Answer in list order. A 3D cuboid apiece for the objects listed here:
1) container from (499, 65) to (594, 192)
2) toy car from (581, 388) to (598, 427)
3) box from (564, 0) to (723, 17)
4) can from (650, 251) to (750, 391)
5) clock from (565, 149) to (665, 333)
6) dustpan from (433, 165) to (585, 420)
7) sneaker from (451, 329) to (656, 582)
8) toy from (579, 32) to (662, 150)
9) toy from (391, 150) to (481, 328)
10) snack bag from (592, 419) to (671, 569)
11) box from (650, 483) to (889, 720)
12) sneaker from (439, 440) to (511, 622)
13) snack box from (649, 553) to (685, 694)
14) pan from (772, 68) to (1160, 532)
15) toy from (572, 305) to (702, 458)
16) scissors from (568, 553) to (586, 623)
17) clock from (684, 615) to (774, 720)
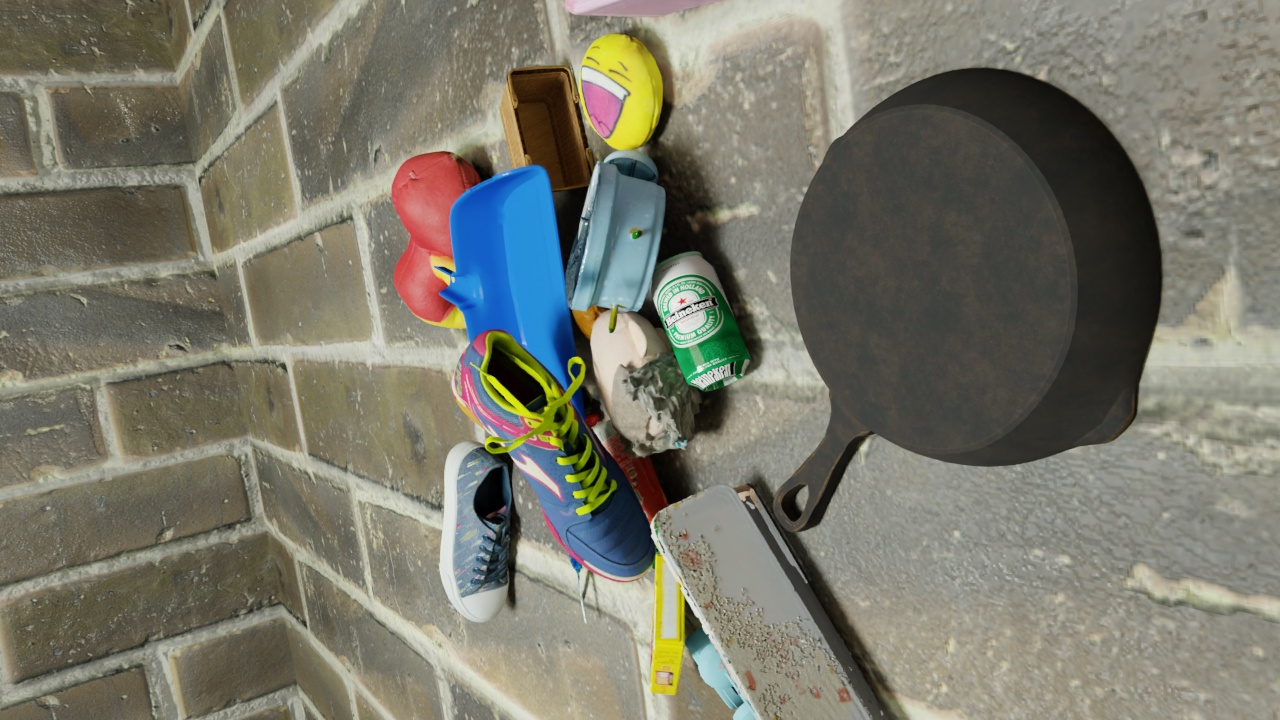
[{"bbox_3d":[-0.090,-0.205,0.847,0.061,0.063,0.114,-14,89,65],"label":"container"},{"bbox_3d":[-0.121,0.050,0.958,0.190,0.081,0.056,14,118,54],"label":"toy car"},{"bbox_3d":[0.011,-0.261,0.573,0.233,0.179,0.059,16,96,55],"label":"box"},{"bbox_3d":[0.045,-0.029,0.704,0.053,0.053,0.101,-39,68,54],"label":"can"},{"bbox_3d":[-0.021,-0.104,0.733,0.161,0.060,0.118,-89,13,-51],"label":"clock"},{"bbox_3d":[-0.143,-0.068,0.899,0.258,0.059,0.246,27,128,61],"label":"dustpan"},{"bbox_3d":[-0.068,0.078,0.758,0.242,0.116,0.091,49,143,6],"label":"sneaker"},{"bbox_3d":[-0.016,-0.218,0.745,0.095,0.041,0.094,42,137,37],"label":"toy"},{"bbox_3d":[-0.231,-0.141,1.053,0.147,0.098,0.217,46,141,28],"label":"toy"},{"bbox_3d":[-0.002,0.127,0.829,0.087,0.044,0.155,-50,56,54],"label":"snack bag"},{"bbox_3d":[0.095,0.203,0.694,0.216,0.094,0.107,60,171,24],"label":"box"},{"bbox_3d":[-0.194,0.219,1.129,0.079,0.087,0.235,13,108,49],"label":"sneaker"},{"bbox_3d":[0.022,0.227,0.778,0.152,0.025,0.075,91,-178,-57],"label":"snack box"},{"bbox_3d":[0.149,-0.001,0.565,0.248,0.043,0.357,54,141,31],"label":"pan"},{"bbox_3d":[-0.005,0.005,0.775,0.176,0.076,0.133,57,158,28],"label":"toy"},{"bbox_3d":[-0.067,0.222,0.966,0.110,0.015,0.132,-148,52,-82],"label":"scissors"},{"bbox_3d":[0.075,0.251,0.733,0.087,0.042,0.123,56,175,-20],"label":"clock"}]
